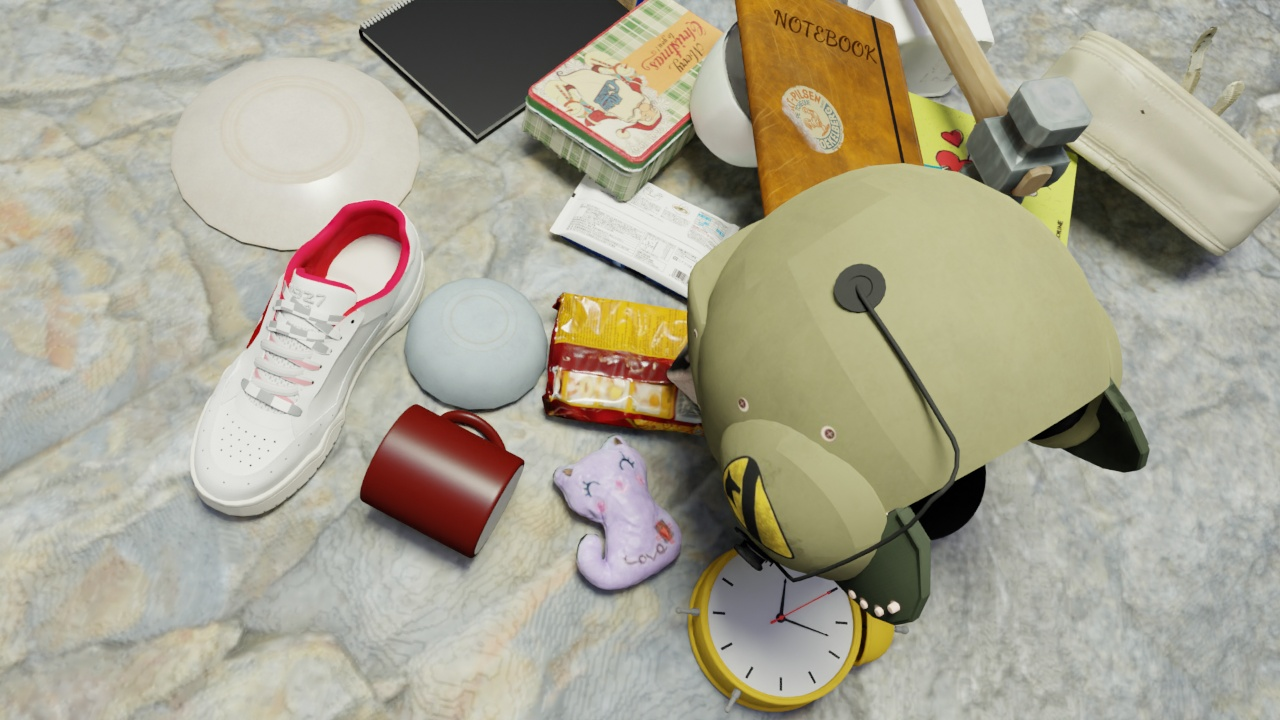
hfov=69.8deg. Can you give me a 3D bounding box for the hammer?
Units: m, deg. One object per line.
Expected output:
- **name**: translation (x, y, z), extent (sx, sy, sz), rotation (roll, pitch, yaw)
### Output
- **hammer**: translation (0.246, -0.271, 0.738), extent (0.051, 0.117, 0.322), rotation (-11, 67, -14)

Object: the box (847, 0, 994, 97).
- **box**: translation (0.246, -0.323, 0.853), extent (0.110, 0.103, 0.130), rotation (-3, 75, -13)

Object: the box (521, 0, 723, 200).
- **box**: translation (0.001, -0.230, 0.779), extent (0.117, 0.050, 0.204), rotation (38, 54, 7)

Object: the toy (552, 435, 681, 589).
- **toy**: translation (-0.019, 0.107, 0.639), extent (0.080, 0.037, 0.099), rotation (-28, 75, -21)

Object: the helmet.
- **helmet**: translation (0.138, 0.008, 0.536), extent (0.249, 0.256, 0.233), rotation (-25, 77, -21)

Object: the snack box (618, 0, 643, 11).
- **snack box**: translation (-0.061, -0.414, 0.864), extent (0.207, 0.056, 0.057), rotation (42, 65, 10)

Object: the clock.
- **clock**: translation (0.104, 0.171, 0.626), extent (0.151, 0.052, 0.113), rotation (-23, 71, -16)

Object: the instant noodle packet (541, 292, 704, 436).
- **instant noodle packet**: translation (-0.004, 0.004, 0.689), extent (0.135, 0.040, 0.098), rotation (8, 66, -6)

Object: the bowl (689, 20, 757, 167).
- **bowl**: translation (0.091, -0.207, 0.738), extent (0.116, 0.066, 0.116), rotation (12, 68, -32)

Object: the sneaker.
- **sneaker**: translation (-0.226, -0.015, 0.617), extent (0.090, 0.104, 0.236), rotation (28, 64, 3)

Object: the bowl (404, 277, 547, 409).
- **bowl**: translation (-0.119, -0.020, 0.673), extent (0.106, 0.039, 0.106), rotation (5, 60, -10)

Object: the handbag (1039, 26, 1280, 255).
- **handbag**: translation (0.468, -0.203, 0.805), extent (0.229, 0.132, 0.183), rotation (45, 25, 10)

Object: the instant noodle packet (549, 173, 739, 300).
- **instant noodle packet**: translation (0.005, -0.107, 0.750), extent (0.134, 0.026, 0.086), rotation (27, 63, 2)

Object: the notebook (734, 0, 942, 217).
- **notebook**: translation (0.158, -0.178, 0.707), extent (0.178, 0.014, 0.249), rotation (8, 65, -28)

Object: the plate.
- **plate**: translation (-0.273, -0.174, 0.726), extent (0.188, 0.027, 0.188), rotation (4, 65, -9)

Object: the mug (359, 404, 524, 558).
- **mug**: translation (-0.126, 0.072, 0.622), extent (0.082, 0.073, 0.105), rotation (27, 34, 2)

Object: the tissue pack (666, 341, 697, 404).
- **tissue pack**: translation (0.101, -0.025, 0.687), extent (0.104, 0.071, 0.181), rotation (43, 63, -20)

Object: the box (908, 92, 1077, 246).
- **box**: translation (0.247, -0.150, 0.788), extent (0.221, 0.082, 0.124), rotation (23, 63, -1)

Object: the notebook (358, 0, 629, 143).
- **notebook**: translation (-0.122, -0.298, 0.821), extent (0.149, 0.016, 0.206), rotation (43, 65, 9)

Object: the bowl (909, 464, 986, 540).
- **bowl**: translation (0.186, 0.080, 0.683), extent (0.124, 0.053, 0.123), rotation (4, 65, -9)
